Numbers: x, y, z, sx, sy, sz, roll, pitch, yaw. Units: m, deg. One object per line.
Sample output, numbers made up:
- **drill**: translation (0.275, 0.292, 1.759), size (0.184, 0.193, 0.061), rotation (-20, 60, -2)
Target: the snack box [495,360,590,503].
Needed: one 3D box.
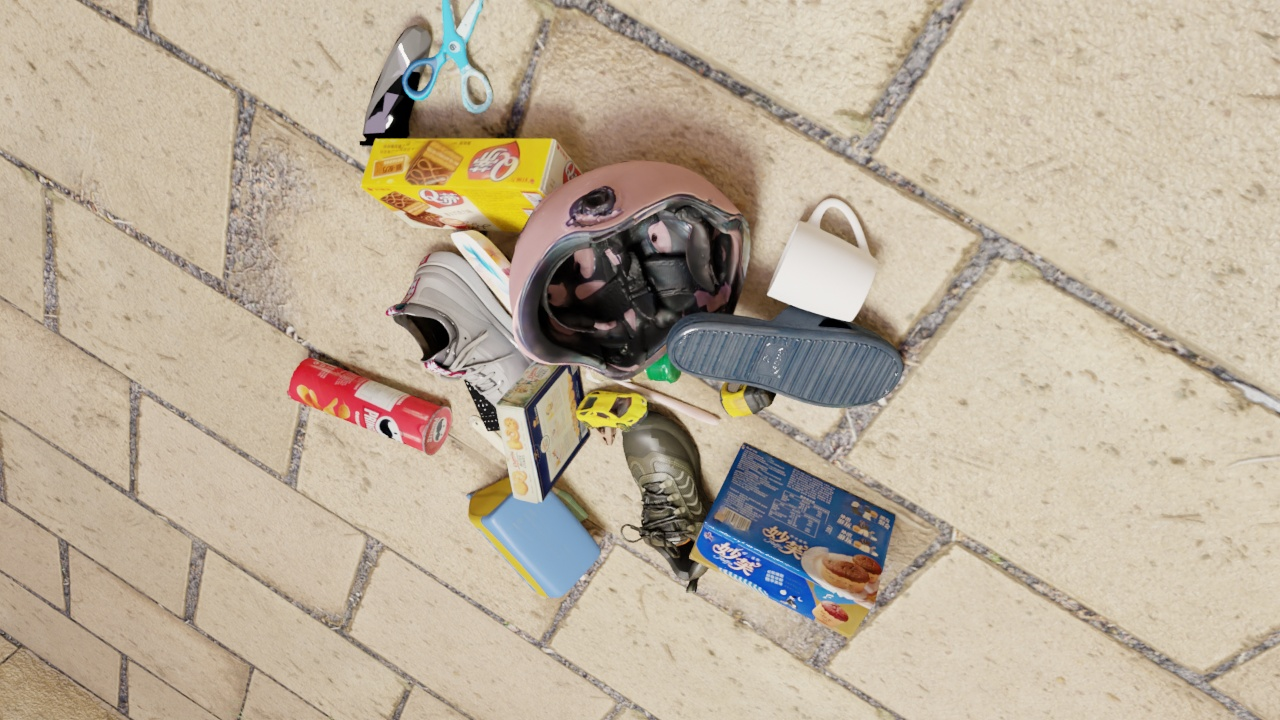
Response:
- **snack box**: translation (-0.117, 0.076, 1.139), size (0.043, 0.144, 0.144), rotation (8, 124, 22)

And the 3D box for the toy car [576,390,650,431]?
- **toy car**: translation (-0.034, 0.060, 1.138), size (0.107, 0.049, 0.030), rotation (1, 139, 40)

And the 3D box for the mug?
- **mug**: translation (0.190, -0.102, 0.921), size (0.087, 0.081, 0.114), rotation (23, 98, 3)

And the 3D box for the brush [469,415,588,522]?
- **brush**: translation (-0.161, 0.155, 1.302), size (0.217, 0.012, 0.033), rotation (44, 130, -4)

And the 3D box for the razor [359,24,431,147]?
- **razor**: translation (-0.269, -0.301, 1.020), size (0.060, 0.057, 0.156), rotation (44, 127, 31)

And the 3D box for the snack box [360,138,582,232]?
- **snack box**: translation (-0.179, -0.191, 1.007), size (0.231, 0.061, 0.110), rotation (6, 165, 23)

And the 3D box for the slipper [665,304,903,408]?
- **slipper**: translation (0.153, -0.021, 0.969), size (0.263, 0.082, 0.101), rotation (10, 132, -15)

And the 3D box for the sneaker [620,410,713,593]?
- **sneaker**: translation (0.024, 0.190, 1.148), size (0.101, 0.142, 0.238), rotation (-15, 113, 34)

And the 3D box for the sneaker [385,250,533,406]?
- **sneaker**: translation (-0.210, -0.002, 1.144), size (0.097, 0.128, 0.263), rotation (-17, 116, 36)

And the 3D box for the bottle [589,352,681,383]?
- **bottle**: translation (-0.007, 0.006, 1.104), size (0.111, 0.043, 0.043), rotation (0, 121, 27)

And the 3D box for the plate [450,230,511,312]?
- **plate**: translation (-0.146, -0.079, 1.061), size (0.187, 0.016, 0.187), rotation (51, 169, -17)

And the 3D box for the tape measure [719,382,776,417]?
- **tape measure**: translation (0.124, 0.036, 1.045), size (0.064, 0.065, 0.037), rotation (-18, 116, 29)

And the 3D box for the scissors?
- **scissors**: translation (-0.210, -0.328, 0.972), size (0.114, 0.013, 0.141), rotation (-5, 127, -3)

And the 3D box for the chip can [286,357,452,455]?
- **chip can**: translation (-0.388, 0.063, 1.311), size (0.233, 0.072, 0.073), rotation (19, 128, 14)

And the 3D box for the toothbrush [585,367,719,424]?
- **toothbrush**: translation (0.013, 0.045, 1.139), size (0.181, 0.015, 0.018), rotation (21, 135, 13)

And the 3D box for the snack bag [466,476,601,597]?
- **snack bag**: translation (-0.169, 0.248, 1.316), size (0.159, 0.102, 0.206), rotation (51, 154, -12)

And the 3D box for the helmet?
- **helmet**: translation (-0.024, -0.104, 0.930), size (0.255, 0.152, 0.230), rotation (-26, 148, -5)

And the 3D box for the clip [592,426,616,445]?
- **clip**: translation (-0.041, 0.085, 1.189), size (0.040, 0.024, 0.060), rotation (-7, 128, 32)

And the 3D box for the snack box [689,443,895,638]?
- **snack box**: translation (0.180, 0.206, 1.075), size (0.203, 0.154, 0.069), rotation (25, 128, 8)

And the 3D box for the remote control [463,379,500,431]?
- **remote control**: translation (-0.223, 0.037, 1.249), size (0.030, 0.009, 0.140), rotation (-7, 116, 30)
